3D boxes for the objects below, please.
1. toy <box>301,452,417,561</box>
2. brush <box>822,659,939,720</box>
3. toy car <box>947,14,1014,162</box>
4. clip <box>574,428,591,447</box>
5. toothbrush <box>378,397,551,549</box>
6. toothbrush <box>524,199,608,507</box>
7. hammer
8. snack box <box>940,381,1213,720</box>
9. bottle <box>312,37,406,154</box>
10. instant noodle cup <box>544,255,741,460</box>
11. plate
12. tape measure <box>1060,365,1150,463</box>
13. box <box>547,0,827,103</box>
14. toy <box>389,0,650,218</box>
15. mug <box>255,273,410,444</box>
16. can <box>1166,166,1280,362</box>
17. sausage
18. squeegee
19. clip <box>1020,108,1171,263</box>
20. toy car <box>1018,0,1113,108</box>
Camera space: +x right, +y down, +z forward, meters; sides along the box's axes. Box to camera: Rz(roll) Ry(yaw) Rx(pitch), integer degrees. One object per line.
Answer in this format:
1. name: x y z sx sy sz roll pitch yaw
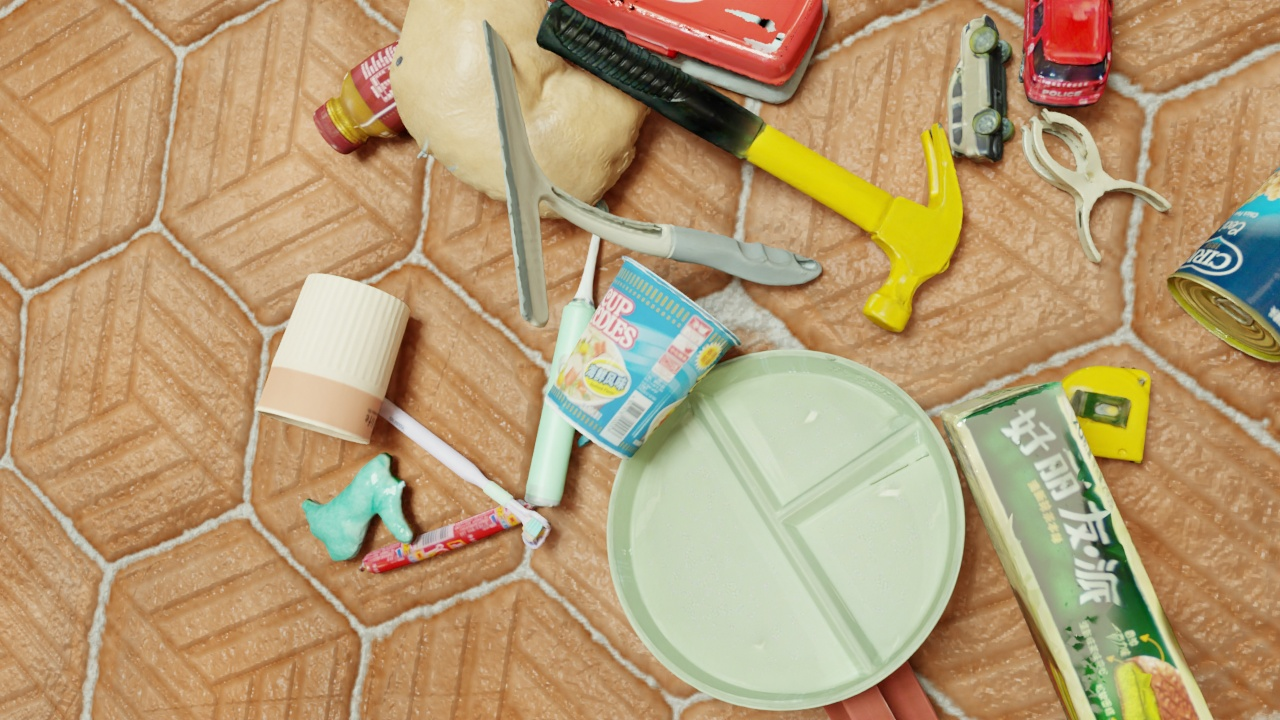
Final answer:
1. toy: -0.211 0.115 0.699 0.092 0.030 0.096 -48 65 10
2. brush: 0.157 0.234 0.575 0.063 0.069 0.145 -31 80 13
3. toy car: 0.217 -0.173 0.588 0.035 0.042 0.090 2 94 34
4. clip: -0.027 0.041 0.662 0.056 0.014 0.041 -41 77 11
5. toothbrush: -0.141 0.075 0.678 0.189 0.021 0.029 33 117 23
6. toothbrush: -0.048 -0.007 0.657 0.026 0.027 0.224 11 83 2
7. hammer: 0.072 -0.142 0.589 0.300 0.033 0.128 29 89 -4
8. snack box: 0.250 0.131 0.530 0.063 0.114 0.240 -23 82 12
9. bottle: -0.165 -0.217 0.687 0.175 0.057 0.057 -30 80 12
10. instant noodle cup: -0.004 0.004 0.607 0.099 0.099 0.110 36 91 14
11. plate: 0.087 0.102 0.586 0.231 0.027 0.229 -10 64 21
12. tape measure: 0.285 0.032 0.569 0.057 0.029 0.060 7 89 16
13. box: 0.028 -0.250 0.649 0.201 0.068 0.090 25 74 14
14. toy: -0.104 -0.193 0.625 0.226 0.082 0.143 37 85 -12
15. mug: -0.232 0.000 0.685 0.115 0.081 0.105 -1 69 53
16. can: 0.374 -0.064 0.524 0.075 0.075 0.111 44 98 13
17. sausage: -0.145 0.133 0.687 0.156 0.020 0.020 -21 82 14
18. squeegee: 0.014 -0.081 0.574 0.039 0.246 0.246 -47 42 37
19. clip: 0.280 -0.118 0.575 0.064 0.034 0.098 -41 83 10
20. toy car: 0.264 -0.213 0.564 0.053 0.045 0.120 5 67 12
